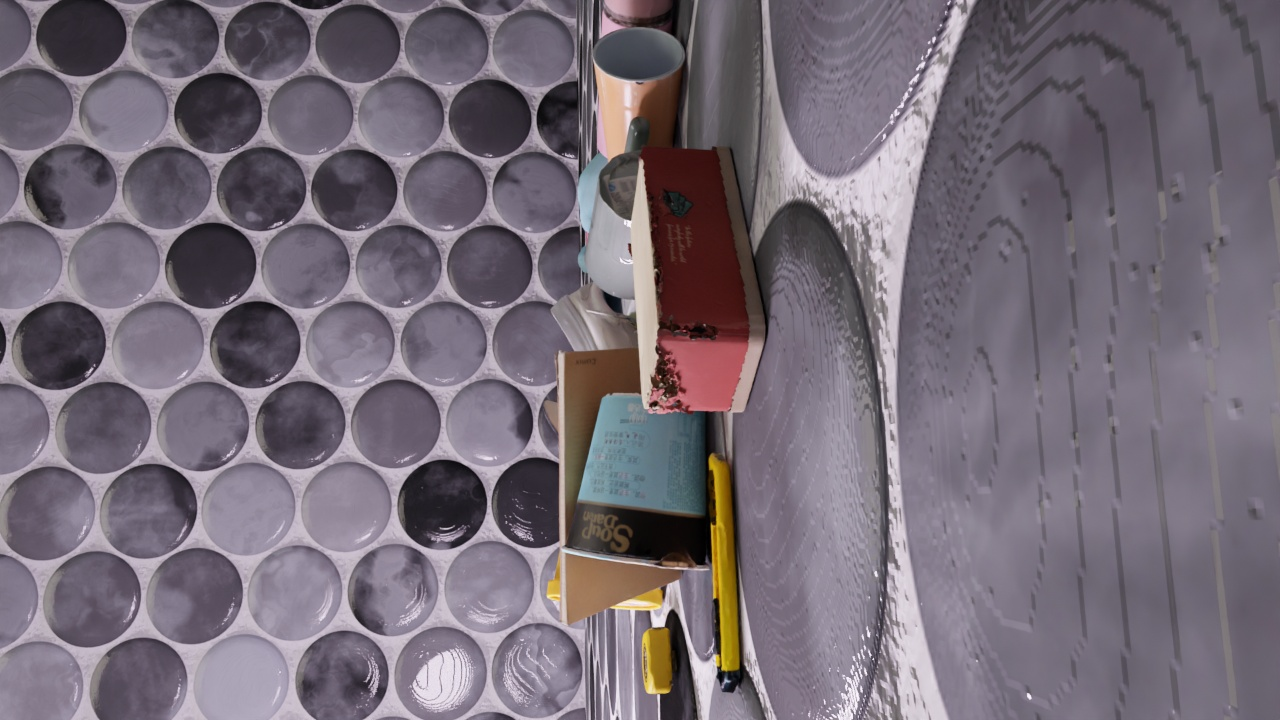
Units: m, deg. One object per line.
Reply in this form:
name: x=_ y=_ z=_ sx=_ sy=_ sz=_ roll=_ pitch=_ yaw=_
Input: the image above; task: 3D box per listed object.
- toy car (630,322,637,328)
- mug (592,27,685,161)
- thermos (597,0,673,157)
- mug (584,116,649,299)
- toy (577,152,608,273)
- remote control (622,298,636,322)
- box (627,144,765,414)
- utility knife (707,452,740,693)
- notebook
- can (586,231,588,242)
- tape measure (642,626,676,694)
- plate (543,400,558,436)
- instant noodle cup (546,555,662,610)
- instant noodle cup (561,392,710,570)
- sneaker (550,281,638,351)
toy car: x=-0.011 y=-0.018 z=1.102 sx=0.105 sy=0.032 sz=0.048 roll=-129 pitch=39 yaw=-78
mug: x=-0.002 y=-0.223 z=0.821 sx=0.123 sy=0.078 sz=0.078 roll=90 pitch=176 yaw=-53
thermos: x=-0.009 y=-0.293 z=0.875 sx=0.199 sy=0.067 sz=0.087 roll=94 pitch=158 yaw=-46
mug: x=-0.004 y=-0.130 z=0.782 sx=0.104 sy=0.083 sz=0.123 roll=104 pitch=163 yaw=-60
toy: x=-0.025 y=-0.170 z=0.969 sx=0.161 sy=0.049 sz=0.156 roll=-53 pitch=49 yaw=7
remote control: x=-0.008 y=-0.082 z=1.119 sx=0.135 sy=0.019 sz=0.056 roll=111 pitch=158 yaw=-73
box: x=0.022 y=-0.052 z=0.575 sx=0.091 sy=0.077 sz=0.168 roll=98 pitch=170 yaw=-51
utility knife: x=0.052 y=0.136 z=0.593 sx=0.033 sy=0.015 sz=0.153 roll=124 pitch=146 yaw=-74
notebook: x=-0.013 y=0.093 z=0.752 sx=0.012 sy=0.149 sz=0.211 roll=4 pitch=96 yaw=40
can: x=-0.036 y=-0.176 z=1.157 sx=0.067 sy=0.066 sz=0.093 roll=98 pitch=169 yaw=-55
tape measure: x=0.018 y=0.281 z=0.858 sx=0.057 sy=0.029 sz=0.060 roll=107 pitch=162 yaw=-67
plate: x=-0.019 y=0.104 z=0.854 sx=0.163 sy=0.034 sz=0.164 roll=57 pitch=-173 yaw=21
instant noodle cup: x=-0.032 y=0.195 z=0.955 sx=0.119 sy=0.118 sz=0.114 roll=106 pitch=171 yaw=-69
instant noodle cup: x=0.005 y=0.088 z=0.680 sx=0.111 sy=0.111 sz=0.120 roll=125 pitch=153 yaw=-80
sneaker: x=-0.005 y=0.005 z=0.896 sx=0.089 sy=0.091 sz=0.242 roll=46 pitch=-168 yaw=-50
